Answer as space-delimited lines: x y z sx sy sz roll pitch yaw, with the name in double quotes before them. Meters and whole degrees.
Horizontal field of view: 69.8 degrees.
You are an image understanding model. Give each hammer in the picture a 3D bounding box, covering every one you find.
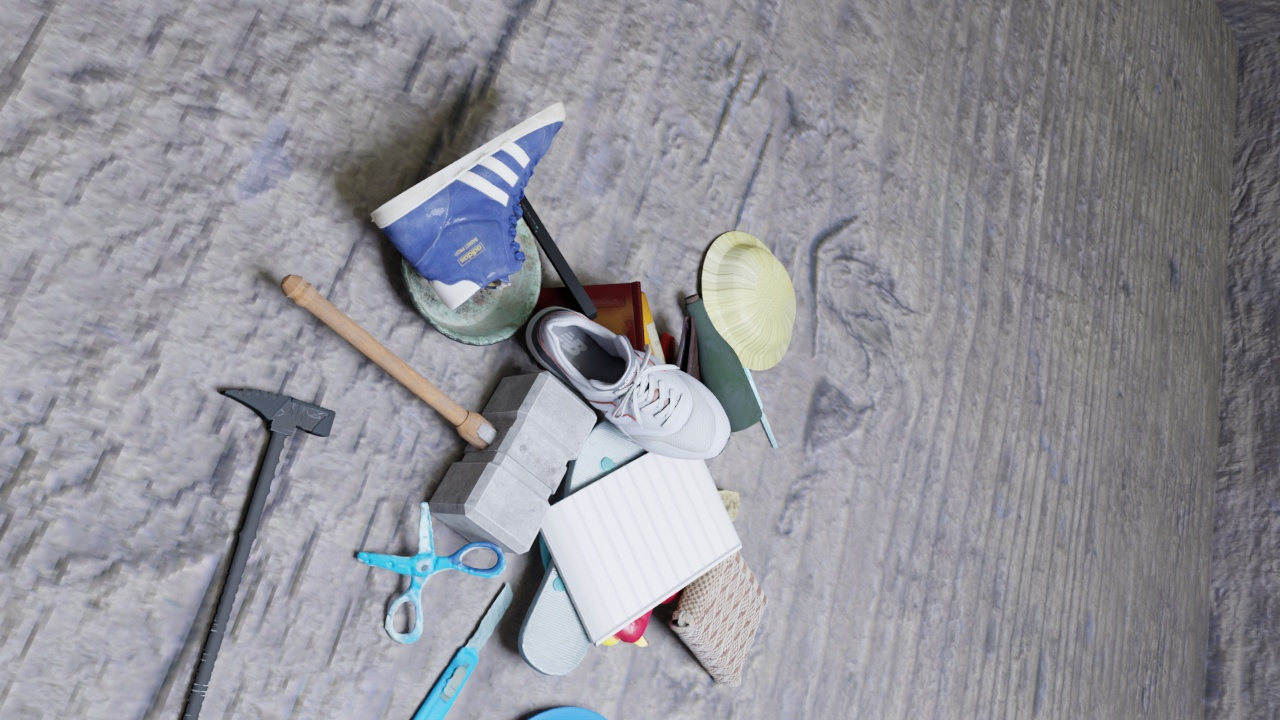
"hammer" -0.339 0.182 0.745 0.095 0.015 0.324 24 70 -37
"hammer" -0.197 0.028 0.841 0.317 0.083 0.162 44 59 -29

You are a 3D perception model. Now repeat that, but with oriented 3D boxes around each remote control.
"remote control" -0.089 -0.107 0.950 0.013 0.034 0.150 -32 84 -6

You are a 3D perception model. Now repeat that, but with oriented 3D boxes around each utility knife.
"utility knife" -0.182 0.307 0.870 0.031 0.015 0.221 52 54 -30
"utility knife" 0.146 0.046 1.190 0.022 0.015 0.166 -43 116 -43

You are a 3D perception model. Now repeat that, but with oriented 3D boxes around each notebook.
"notebook" 0.004 0.179 0.958 0.209 0.009 0.142 -25 92 -34

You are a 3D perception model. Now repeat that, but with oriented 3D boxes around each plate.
"plate" -0.092 0.464 0.924 0.224 0.024 0.224 6 82 -41
"plate" 0.155 -0.081 1.183 0.184 0.036 0.184 13 72 -42

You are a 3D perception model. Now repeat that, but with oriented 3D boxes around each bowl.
"bowl" -0.173 -0.091 0.905 0.157 0.039 0.157 6 81 -41

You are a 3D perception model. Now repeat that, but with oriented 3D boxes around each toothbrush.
"toothbrush" 0.019 0.070 1.074 0.018 0.012 0.212 21 72 -38

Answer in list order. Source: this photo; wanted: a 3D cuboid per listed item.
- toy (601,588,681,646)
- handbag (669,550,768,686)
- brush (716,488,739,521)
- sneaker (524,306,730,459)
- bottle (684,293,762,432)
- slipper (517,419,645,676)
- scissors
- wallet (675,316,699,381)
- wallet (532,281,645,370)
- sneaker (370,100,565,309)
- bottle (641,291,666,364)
"toy" -0.010 0.260 0.997 0.137 0.067 0.105 -16 92 -35
"handbag" 0.092 0.289 1.068 0.123 0.047 0.186 -61 143 -27
"brush" 0.050 0.177 1.060 0.195 0.043 0.059 0 88 -49
"sneaker" -0.014 0.022 0.896 0.240 0.124 0.088 31 84 2
"bottle" 0.094 0.001 1.120 0.055 0.055 0.174 -33 106 -39
"slipper" -0.056 0.193 0.955 0.098 0.055 0.268 25 65 -20
"scissors" -0.190 0.195 0.842 0.139 0.011 0.134 0 96 -14
"wallet" 0.051 0.024 1.047 0.099 0.031 0.119 85 11 -48
"wallet" -0.054 -0.035 0.970 0.115 0.018 0.091 -4 87 0
"sneaker" -0.125 -0.143 0.863 0.232 0.092 0.118 -42 108 -35
"bottle" -0.006 0.006 1.022 0.067 0.068 0.157 -24 101 -40
